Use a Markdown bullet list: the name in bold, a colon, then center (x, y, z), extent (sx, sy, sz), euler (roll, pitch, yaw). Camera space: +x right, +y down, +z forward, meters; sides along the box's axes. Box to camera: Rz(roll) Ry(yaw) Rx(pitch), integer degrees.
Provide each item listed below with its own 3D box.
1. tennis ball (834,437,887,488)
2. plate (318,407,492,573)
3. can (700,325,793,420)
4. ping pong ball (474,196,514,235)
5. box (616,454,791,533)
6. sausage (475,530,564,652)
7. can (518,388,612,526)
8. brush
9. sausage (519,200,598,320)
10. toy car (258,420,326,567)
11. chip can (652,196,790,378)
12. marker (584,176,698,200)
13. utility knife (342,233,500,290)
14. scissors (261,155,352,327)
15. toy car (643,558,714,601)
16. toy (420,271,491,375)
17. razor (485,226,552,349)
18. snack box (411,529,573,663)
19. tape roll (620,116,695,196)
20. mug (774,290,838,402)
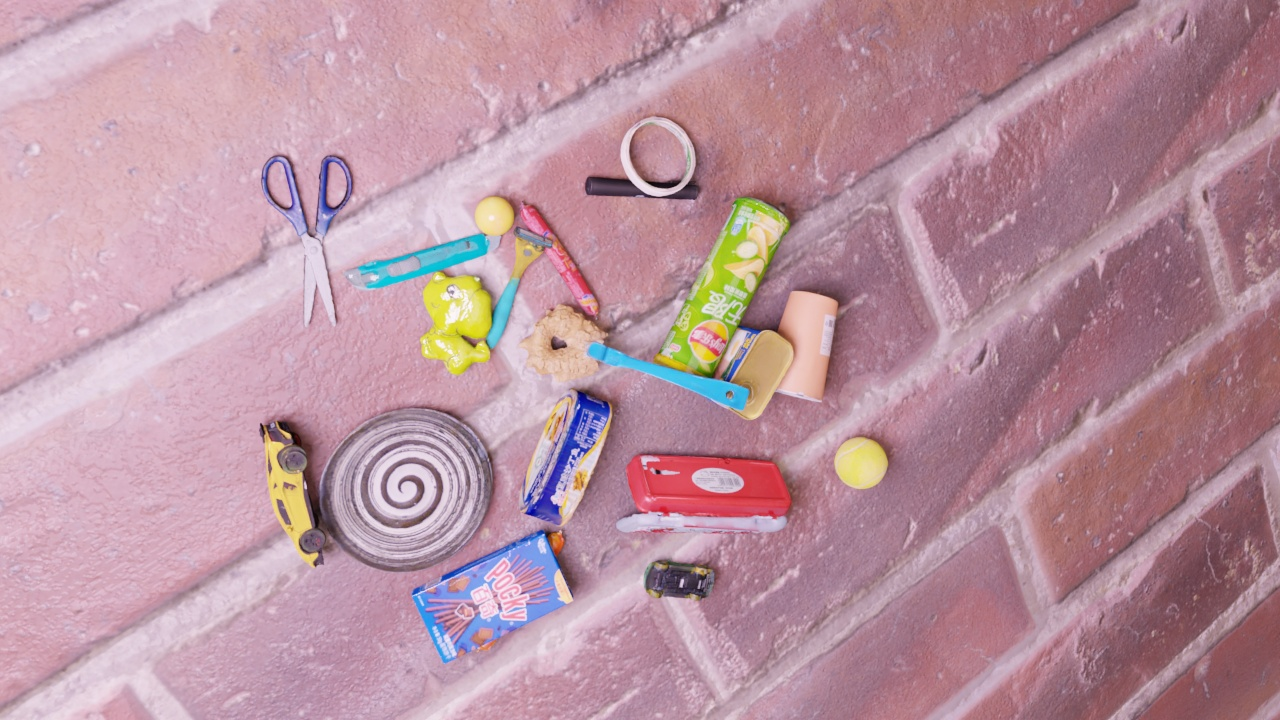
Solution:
- **tennis ball**: center (0.281, 0.131, 1.169), extent (0.065, 0.065, 0.065), euler (-4, 101, -23)
- **plate**: center (-0.245, 0.135, 0.969), extent (0.179, 0.024, 0.179), euler (-4, 102, -21)
- **can**: center (0.118, 0.010, 1.067), extent (0.057, 0.083, 0.102), euler (32, 86, -24)
- **ping pong ball**: center (-0.151, -0.149, 0.946), extent (0.040, 0.040, 0.040), euler (-4, 101, -23)
- **box**: center (0.072, 0.177, 1.093), extent (0.201, 0.095, 0.099), euler (6, 132, -23)
- **sausage**: center (-0.136, 0.261, 1.038), extent (0.021, 0.021, 0.165), euler (38, 83, -24)
- **can**: center (-0.083, 0.105, 1.005), extent (0.049, 0.075, 0.148), euler (23, 89, -22)
- **brush**: center (-0.006, 0.006, 0.992), extent (0.254, 0.046, 0.083), euler (17, 85, 0)
- **sausage**: center (-0.086, -0.107, 0.994), extent (0.020, 0.020, 0.156), euler (-39, 112, -13)
- **toy car**: center (-0.340, 0.133, 0.900), extent (0.041, 0.071, 0.156), euler (-15, 106, -22)
- **chip can**: center (0.094, -0.079, 1.047), extent (0.072, 0.072, 0.221), euler (28, 88, -25)
- **marker**: center (0.003, -0.191, 1.016), extent (0.132, 0.020, 0.022), euler (-2, 110, -23)
- **utility knife**: center (-0.220, -0.103, 0.940), extent (0.164, 0.013, 0.029), euler (-20, 110, -19)
- **scissors**: center (-0.328, -0.119, 0.891), extent (0.141, 0.012, 0.171), euler (29, 86, -24)
- **toy car**: center (0.045, 0.264, 1.108), extent (0.091, 0.036, 0.043), euler (11, 96, -25)
- **toy**: center (-0.189, -0.040, 0.954), extent (0.096, 0.031, 0.100), euler (35, 94, -14)
- **razor**: center (-0.137, -0.073, 0.972), extent (0.043, 0.028, 0.132), euler (20, 97, -19)
- **snack box**: center (-0.161, 0.258, 1.007), extent (0.157, 0.026, 0.084), euler (-24, 97, -10)
- **tape roll**: center (0.020, -0.224, 1.009), extent (0.085, 0.014, 0.085), euler (3, 82, -24)
- **mug**: center (0.195, -0.018, 1.102), extent (0.078, 0.078, 0.122), euler (15, 89, -25)
